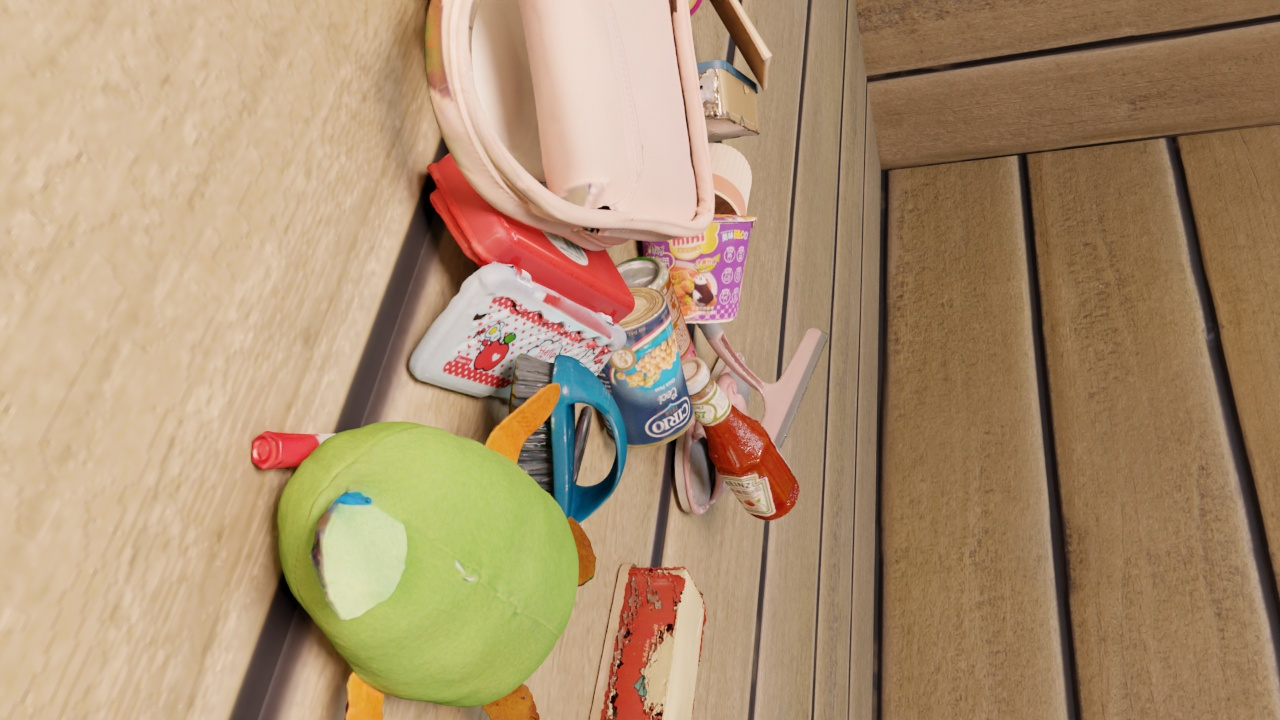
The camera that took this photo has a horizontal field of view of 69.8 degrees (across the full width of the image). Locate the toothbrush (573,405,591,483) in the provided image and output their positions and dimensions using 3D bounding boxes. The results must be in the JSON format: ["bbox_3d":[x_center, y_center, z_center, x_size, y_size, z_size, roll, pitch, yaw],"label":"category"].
[{"bbox_3d":[-0.054,0.109,0.675,0.016,0.018,0.180,59,33,-47],"label":"toothbrush"}]

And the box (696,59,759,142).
[{"bbox_3d":[0.071,-0.266,0.961,0.184,0.090,0.060,-29,113,-71],"label":"box"}]

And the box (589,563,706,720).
[{"bbox_3d":[0.016,0.258,0.754,0.091,0.076,0.168,64,30,-49],"label":"box"}]

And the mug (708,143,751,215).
[{"bbox_3d":[0.061,-0.178,0.951,0.114,0.082,0.105,43,37,-20],"label":"mug"}]

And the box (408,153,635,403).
[{"bbox_3d":[-0.080,-0.038,0.592,0.118,0.098,0.201,59,14,19],"label":"box"}]

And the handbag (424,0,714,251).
[{"bbox_3d":[-0.043,-0.157,0.543,0.233,0.093,0.193,-27,109,-62],"label":"handbag"}]

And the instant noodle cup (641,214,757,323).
[{"bbox_3d":[0.050,-0.088,0.861,0.111,0.112,0.099,-23,115,-69],"label":"instant noodle cup"}]

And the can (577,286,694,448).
[{"bbox_3d":[-0.004,0.004,0.735,0.075,0.075,0.111,-63,144,-54],"label":"can"}]

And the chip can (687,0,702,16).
[{"bbox_3d":[-0.005,-0.362,0.789,0.210,0.071,0.071,7,80,-70],"label":"chip can"}]

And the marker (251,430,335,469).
[{"bbox_3d":[-0.135,0.044,0.459,0.145,0.017,0.017,13,75,-69],"label":"marker"}]

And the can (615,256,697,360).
[{"bbox_3d":[0.014,-0.020,0.814,0.057,0.058,0.147,-73,152,-42],"label":"can"}]

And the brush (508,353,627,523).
[{"bbox_3d":[-0.045,0.055,0.575,0.055,0.073,0.144,-86,-179,-46],"label":"brush"}]

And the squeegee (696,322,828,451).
[{"bbox_3d":[0.086,-0.026,0.969,0.249,0.040,0.246,50,50,-24],"label":"squeegee"}]

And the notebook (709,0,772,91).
[{"bbox_3d":[0.072,-0.377,0.923,0.211,0.012,0.149,59,9,-1],"label":"notebook"}]

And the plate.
[{"bbox_3d":[-0.089,-0.192,0.580,0.164,0.034,0.163,-28,110,-71],"label":"plate"}]

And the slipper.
[{"bbox_3d":[0.095,0.074,1.026,0.273,0.054,0.114,-56,139,-58],"label":"slipper"}]

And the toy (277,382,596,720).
[{"bbox_3d":[-0.091,0.109,0.461,0.226,0.090,0.247,-65,149,-24],"label":"toy"}]

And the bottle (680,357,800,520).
[{"bbox_3d":[0.086,0.073,0.848,0.206,0.060,0.059,54,37,-39],"label":"bottle"}]
